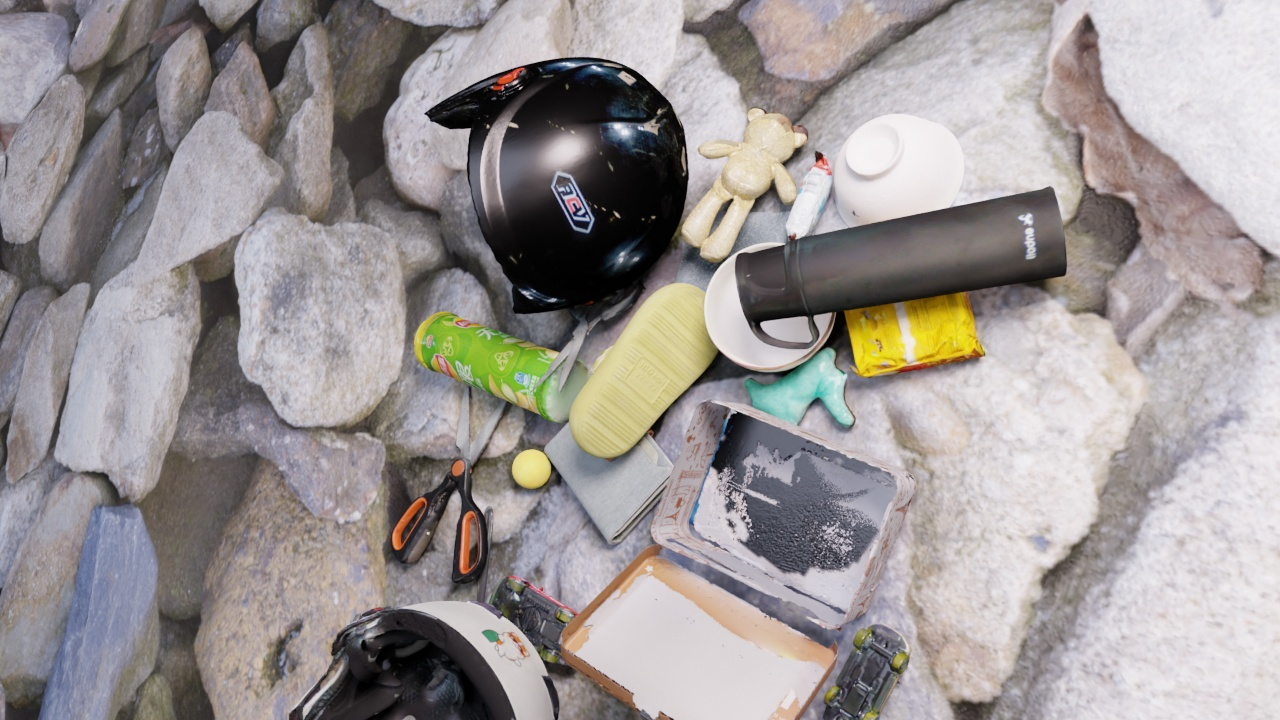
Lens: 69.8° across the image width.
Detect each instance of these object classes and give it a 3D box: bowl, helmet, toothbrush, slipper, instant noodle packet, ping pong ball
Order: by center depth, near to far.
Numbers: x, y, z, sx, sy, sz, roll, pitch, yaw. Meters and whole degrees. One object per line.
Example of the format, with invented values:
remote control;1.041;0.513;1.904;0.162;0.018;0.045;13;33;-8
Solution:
instant noodle packet;0.223;-0.053;0.772;0.111;0.044;0.128;-13;71;24
bowl;0.215;-0.172;0.803;0.118;0.064;0.118;-11;70;32
bowl;0.117;-0.041;0.814;0.113;0.062;0.113;-3;77;15
helmet;-0.175;0.327;0.845;0.230;0.156;0.275;46;113;15
slipper;-0.005;0.005;0.872;0.190;0.091;0.082;-51;29;-12
helmet;-0.066;-0.173;0.882;0.230;0.233;0.274;-19;23;12
ping pong ball;-0.113;0.113;0.952;0.040;0.040;0.040;-12;69;31
toothbrush;-0.170;0.243;0.966;0.016;0.018;0.180;-11;67;40

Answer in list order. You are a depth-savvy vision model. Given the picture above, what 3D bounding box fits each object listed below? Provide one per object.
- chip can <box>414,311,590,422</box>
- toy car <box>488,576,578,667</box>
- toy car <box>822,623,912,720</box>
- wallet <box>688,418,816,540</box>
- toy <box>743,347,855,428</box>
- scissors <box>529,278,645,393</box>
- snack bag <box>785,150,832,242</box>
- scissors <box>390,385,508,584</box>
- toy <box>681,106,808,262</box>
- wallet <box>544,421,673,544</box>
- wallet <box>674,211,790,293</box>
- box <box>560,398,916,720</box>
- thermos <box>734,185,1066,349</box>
chip can;-0.151;0.005;0.994;0.221;0.072;0.072;18;86;37
toy car;-0.097;0.253;0.892;0.121;0.045;0.053;23;87;32
toy car;0.177;0.248;0.711;0.042;0.035;0.090;27;90;36
wallet;0.099;0.116;0.809;0.133;0.040;0.106;25;94;36
toy;0.145;0.031;0.808;0.092;0.030;0.096;-41;59;20
scissors;-0.059;-0.031;0.930;0.163;0.014;0.166;-34;33;-5
snack bag;0.154;-0.140;0.844;0.026;0.045;0.105;20;80;14
scissors;-0.199;0.144;1.013;0.221;0.021;0.224;-44;50;14
toy;0.097;-0.167;0.877;0.105;0.066;0.157;32;85;12
wallet;-0.030;0.098;0.903;0.107;0.037;0.129;-49;55;13
wallet;0.091;-0.100;0.896;0.121;0.019;0.097;9;78;38
box;0.080;0.163;0.712;0.179;0.130;0.272;23;68;29
thermos;0.202;-0.068;0.727;0.243;0.068;0.090;-10;103;20
